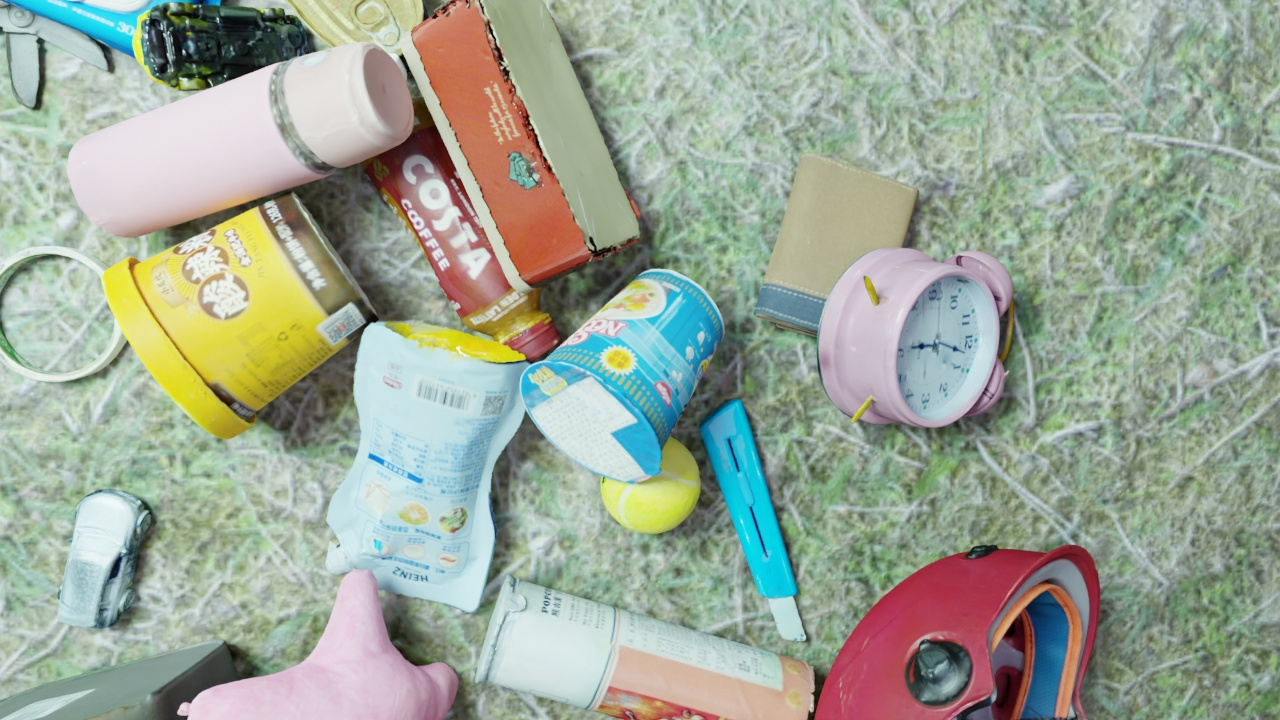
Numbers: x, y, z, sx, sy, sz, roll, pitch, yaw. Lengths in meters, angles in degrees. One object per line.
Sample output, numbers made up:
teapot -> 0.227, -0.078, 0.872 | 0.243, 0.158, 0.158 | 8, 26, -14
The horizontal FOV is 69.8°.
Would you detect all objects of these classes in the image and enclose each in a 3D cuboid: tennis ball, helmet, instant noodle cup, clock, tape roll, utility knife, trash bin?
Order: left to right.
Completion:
tape roll -> -0.370, -0.030, 0.581 | 0.086, 0.014, 0.086 | 0, 95, -5
trash bin -> -0.311, 0.302, 0.533 | 0.198, 0.199, 0.219 | -15, 89, -4
instant noodle cup -> -0.230, -0.032, 0.547 | 0.114, 0.118, 0.118 | -33, 97, -10
instant noodle cup -> -0.003, 0.003, 0.567 | 0.099, 0.099, 0.109 | 42, 55, -7
tennis ball -> 0.006, 0.080, 0.599 | 0.065, 0.065, 0.065 | 0, 95, -5
utility knife -> 0.081, 0.115, 0.633 | 0.034, 0.018, 0.179 | -20, 98, -4
clock -> 0.190, -0.014, 0.597 | 0.158, 0.060, 0.117 | -9, 105, -34
helmet -> 0.194, 0.224, 0.584 | 0.207, 0.144, 0.239 | 33, 69, -43

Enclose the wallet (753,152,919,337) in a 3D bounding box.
wallet -> 0.132, -0.072, 0.616 | 0.090, 0.033, 0.115 | 15, 92, -9

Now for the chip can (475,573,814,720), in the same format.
chip can -> 0.005, 0.204, 0.607 | 0.214, 0.071, 0.071 | 17, 93, -7

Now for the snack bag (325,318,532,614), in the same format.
snack bag -> -0.137, 0.072, 0.584 | 0.110, 0.038, 0.191 | 11, 112, -13

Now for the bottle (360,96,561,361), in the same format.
bottle -> -0.111, -0.076, 0.579 | 0.057, 0.057, 0.175 | -32, 96, -2

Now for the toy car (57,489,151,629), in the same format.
toy car -> -0.347, 0.128, 0.587 | 0.043, 0.034, 0.090 | 15, 92, -3

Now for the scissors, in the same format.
scissors -> -0.406, -0.245, 0.557 | 0.179, 0.019, 0.170 | 5, 98, -8

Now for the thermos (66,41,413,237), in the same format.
thermos -> -0.227, -0.132, 0.533 | 0.199, 0.087, 0.067 | -14, 127, 18

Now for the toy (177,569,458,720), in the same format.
toy -> -0.186, 0.219, 0.545 | 0.178, 0.075, 0.194 | 41, 46, -39

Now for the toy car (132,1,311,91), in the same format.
toy car -> -0.247, -0.185, 0.548 | 0.032, 0.105, 0.048 | 8, 109, 37

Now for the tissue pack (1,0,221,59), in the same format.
tissue pack -> -0.325, -0.239, 0.534 | 0.157, 0.052, 0.095 | 18, 92, -23

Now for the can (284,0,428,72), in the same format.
can -> -0.189, -0.243, 0.562 | 0.074, 0.049, 0.148 | -39, 97, -1

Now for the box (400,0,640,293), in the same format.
box -> -0.061, -0.136, 0.554 | 0.077, 0.091, 0.168 | -20, 98, 28
